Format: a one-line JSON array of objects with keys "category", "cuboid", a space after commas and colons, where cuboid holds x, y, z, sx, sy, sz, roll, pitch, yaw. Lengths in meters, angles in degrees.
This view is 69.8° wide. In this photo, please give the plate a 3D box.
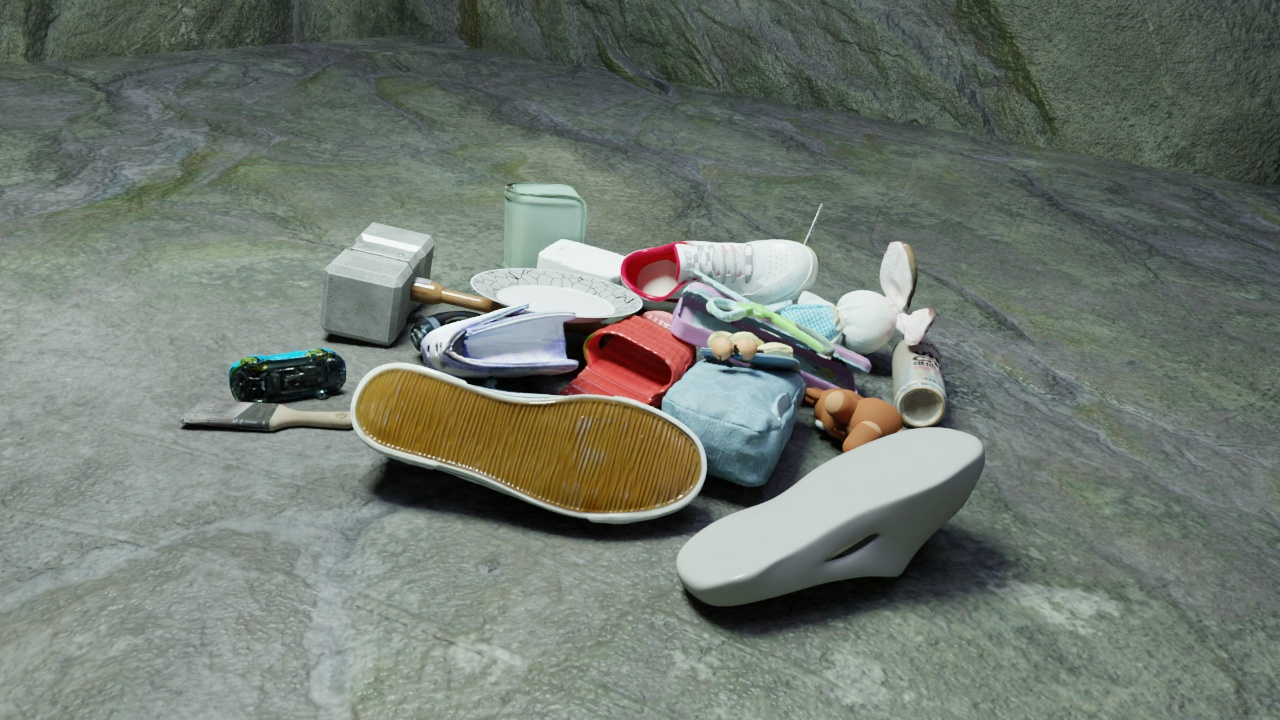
[{"category": "plate", "cuboid": [-0.093, -0.069, 1.014, 0.188, 0.016, 0.188, 8, 18, -3]}]

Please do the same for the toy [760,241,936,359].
[{"category": "toy", "cuboid": [0.232, -0.034, 1.057, 0.206, 0.106, 0.131, -20, 55, 13]}]

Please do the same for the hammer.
[{"category": "hammer", "cuboid": [-0.185, -0.065, 1.063, 0.317, 0.083, 0.162, 13, 25, -3]}]

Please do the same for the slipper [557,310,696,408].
[{"category": "slipper", "cuboid": [-0.009, 0.004, 0.931, 0.103, 0.059, 0.248, 24, 36, 14]}]

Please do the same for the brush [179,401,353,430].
[{"category": "brush", "cuboid": [-0.337, 0.052, 0.841, 0.151, 0.012, 0.038, 3, 25, -6]}]

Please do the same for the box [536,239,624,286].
[{"category": "box", "cuboid": [-0.077, -0.095, 1.183, 0.107, 0.091, 0.102, 19, 23, 8]}]

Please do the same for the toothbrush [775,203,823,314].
[{"category": "toothbrush", "cuboid": [0.179, -0.104, 1.103, 0.010, 0.181, 0.010, 26, 5, 36]}]

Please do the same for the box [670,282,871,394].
[{"category": "box", "cuboid": [0.138, -0.020, 0.983, 0.214, 0.065, 0.078, 24, 12, -3]}]

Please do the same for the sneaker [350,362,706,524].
[{"category": "sneaker", "cuboid": [-0.090, 0.070, 0.791, 0.294, 0.120, 0.127, 12, -14, 3]}]

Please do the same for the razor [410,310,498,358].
[{"category": "razor", "cuboid": [-0.175, -0.018, 0.988, 0.140, 0.063, 0.053, 8, -12, -19]}]

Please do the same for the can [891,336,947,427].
[{"category": "can", "cuboid": [0.301, 0.021, 0.995, 0.054, 0.054, 0.135, 11, 26, 10]}]

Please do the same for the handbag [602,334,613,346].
[{"category": "handbag", "cuboid": [-0.006, 0.006, 1.001, 0.055, 0.029, 0.119, 2, 31, -13]}]

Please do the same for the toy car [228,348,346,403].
[{"category": "toy car", "cuboid": [-0.338, 0.014, 0.880, 0.105, 0.048, 0.032, -9, 26, -26]}]

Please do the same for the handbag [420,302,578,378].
[{"category": "handbag", "cuboid": [-0.140, -0.018, 0.890, 0.126, 0.069, 0.159, -2, -1, -22]}]

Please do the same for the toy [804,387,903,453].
[{"category": "toy", "cuboid": [0.201, 0.059, 0.895, 0.095, 0.065, 0.128, 29, 0, -29]}]

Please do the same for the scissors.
[{"category": "scissors", "cuboid": [0.120, -0.051, 0.922, 0.171, 0.021, 0.172, 31, 27, 23]}]

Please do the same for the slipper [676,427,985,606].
[{"category": "slipper", "cuboid": [0.155, 0.138, 0.713, 0.265, 0.081, 0.113, -23, 15, -22]}]

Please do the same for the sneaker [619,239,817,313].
[{"category": "sneaker", "cuboid": [0.084, -0.106, 1.088, 0.237, 0.090, 0.104, 0, -9, 26]}]

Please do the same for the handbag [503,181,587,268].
[{"category": "handbag", "cuboid": [-0.131, -0.175, 1.235, 0.106, 0.122, 0.067, -1, 26, -15]}]

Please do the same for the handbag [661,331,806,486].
[{"category": "handbag", "cuboid": [0.087, 0.031, 0.854, 0.122, 0.119, 0.191, 16, 20, 15]}]
